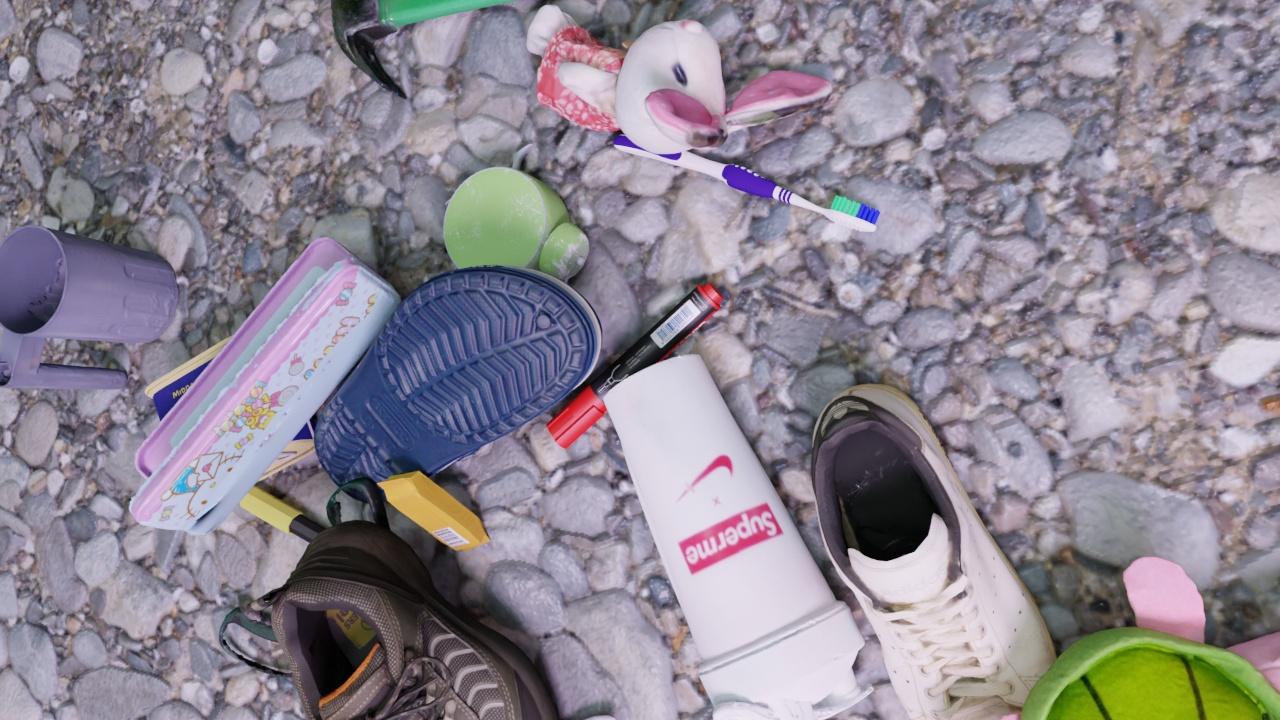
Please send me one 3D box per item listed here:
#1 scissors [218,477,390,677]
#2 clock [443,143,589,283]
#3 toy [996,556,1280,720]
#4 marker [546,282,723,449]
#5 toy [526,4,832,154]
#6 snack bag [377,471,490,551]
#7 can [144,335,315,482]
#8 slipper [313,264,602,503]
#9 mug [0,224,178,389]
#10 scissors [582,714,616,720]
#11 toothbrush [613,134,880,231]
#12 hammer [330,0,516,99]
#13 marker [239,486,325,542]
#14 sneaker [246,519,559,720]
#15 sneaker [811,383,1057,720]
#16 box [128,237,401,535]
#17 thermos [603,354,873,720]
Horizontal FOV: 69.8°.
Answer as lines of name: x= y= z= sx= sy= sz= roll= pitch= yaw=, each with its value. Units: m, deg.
scissors: x=-0.232 y=0.172 z=0.659 sx=0.202 sy=0.015 sz=0.202 roll=7 pitch=104 yaw=21
clock: x=-0.089 y=-0.083 z=0.630 sx=0.094 sy=0.042 sz=0.119 roll=-32 pitch=77 yaw=16
toy: x=0.269 y=0.191 z=0.445 sx=0.238 sy=0.087 sz=0.190 roll=-18 pitch=93 yaw=4
marker: x=-0.004 y=0.004 z=0.603 sx=0.145 sy=0.021 sz=0.023 roll=-42 pitch=36 yaw=13
toy: x=0.006 y=-0.173 z=0.572 sx=0.194 sy=0.158 sz=0.084 roll=30 pitch=128 yaw=34
snack bag: x=-0.136 y=0.101 z=0.614 sx=0.026 sy=0.099 sz=0.020 roll=-19 pitch=47 yaw=19
can: x=-0.307 y=0.043 z=0.695 sx=0.116 sy=0.056 sz=0.092 roll=-27 pitch=79 yaw=17
slipper: x=-0.125 y=0.010 z=0.611 sx=0.254 sy=0.095 sz=0.105 roll=-33 pitch=94 yaw=33
mug: x=-0.441 y=-0.036 z=0.724 sx=0.084 sy=0.104 sz=0.124 roll=15 pitch=92 yaw=20
scissors: x=-0.084 y=0.274 z=0.617 sx=0.156 sy=0.019 sz=0.124 roll=18 pitch=93 yaw=22
toothbrush: x=0.064 y=-0.118 z=0.590 sx=0.187 sy=0.015 sz=0.016 roll=24 pitch=92 yaw=21
hammer: x=-0.080 y=-0.268 z=0.646 sx=0.319 sy=0.032 sz=0.130 roll=-4 pitch=84 yaw=20
marker: x=-0.249 y=0.129 z=0.689 sx=0.124 sy=0.017 sz=0.021 roll=23 pitch=127 yaw=19
sneaker: x=-0.137 y=0.205 z=0.544 sx=0.101 sy=0.142 sz=0.238 roll=-42 pitch=88 yaw=10
sneaker: x=0.158 y=0.124 z=0.492 sx=0.089 sy=0.102 sz=0.241 roll=-25 pitch=79 yaw=16
box: x=-0.258 y=0.013 z=0.609 sx=0.089 sy=0.092 sz=0.214 roll=39 pitch=87 yaw=8
thermos: x=0.049 y=0.109 z=0.542 sx=0.099 sy=0.099 sz=0.220 roll=-31 pitch=73 yaw=16
